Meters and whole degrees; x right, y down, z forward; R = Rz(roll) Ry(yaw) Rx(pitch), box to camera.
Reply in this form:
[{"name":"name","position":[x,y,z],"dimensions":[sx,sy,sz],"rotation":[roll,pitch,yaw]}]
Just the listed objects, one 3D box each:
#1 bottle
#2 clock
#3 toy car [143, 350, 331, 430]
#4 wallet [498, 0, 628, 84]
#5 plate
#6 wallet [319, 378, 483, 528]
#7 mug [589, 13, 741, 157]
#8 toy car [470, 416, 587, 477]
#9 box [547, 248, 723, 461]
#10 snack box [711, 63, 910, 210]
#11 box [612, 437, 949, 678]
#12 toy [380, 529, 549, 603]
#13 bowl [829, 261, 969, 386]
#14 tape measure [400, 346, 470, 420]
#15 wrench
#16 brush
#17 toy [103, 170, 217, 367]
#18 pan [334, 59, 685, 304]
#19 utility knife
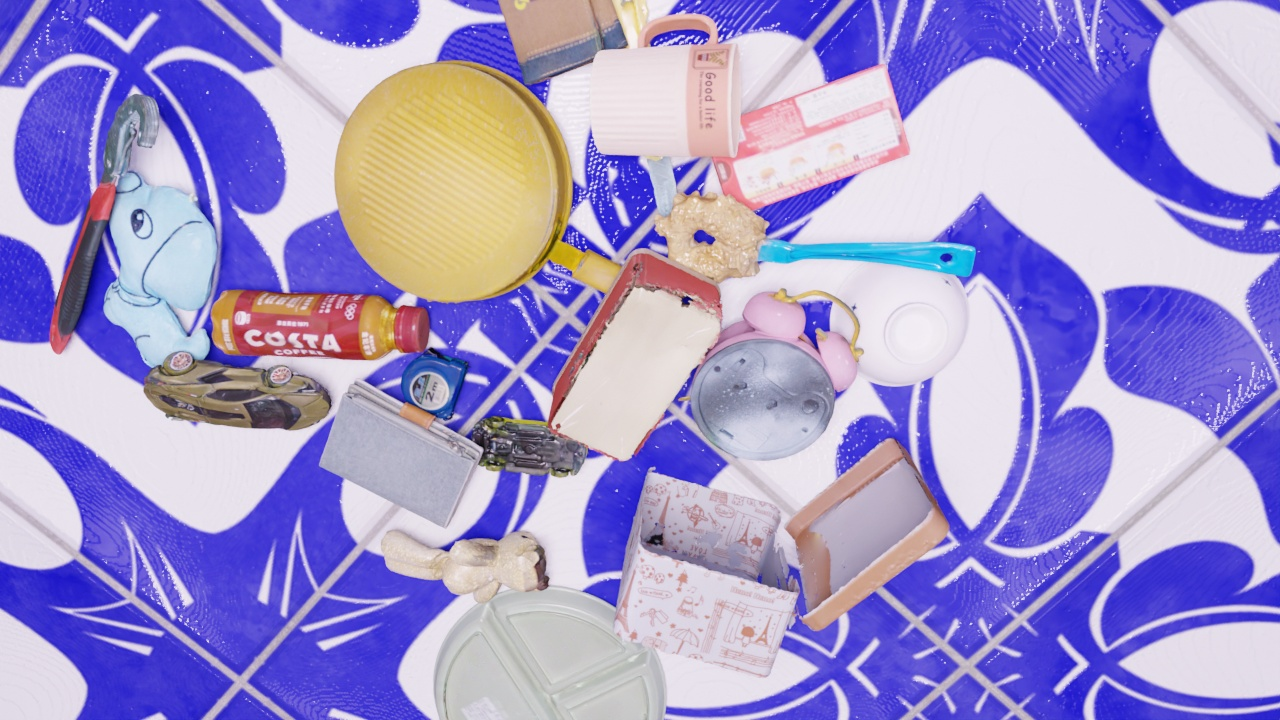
[{"name":"bottle","position":[-0.272,-0.030,0.789],"dimensions":[0.175,0.057,0.057],"rotation":[2,104,2]},{"name":"clock","position":[0.113,0.008,0.761],"dimensions":[0.117,0.059,0.159],"rotation":[35,118,-13]},{"name":"toy car","position":[-0.351,0.032,0.802],"dimensions":[0.158,0.042,0.070],"rotation":[4,144,0]},{"name":"wallet","position":[-0.069,-0.288,0.728],"dimensions":[0.090,0.033,0.115],"rotation":[-16,99,14]},{"name":"plate","position":[-0.089,0.326,0.883],"dimensions":[0.230,0.027,0.230],"rotation":[1,103,3]},{"name":"wallet","position":[-0.212,0.082,0.820],"dimensions":[0.129,0.036,0.107],"rotation":[28,121,-2]},{"name":"mug","position":[0.022,-0.213,0.705],"dimensions":[0.106,0.081,0.114],"rotation":[2,77,11]},{"name":"toy car","position":[-0.098,0.075,0.817],"dimensions":[0.105,0.032,0.048],"rotation":[5,104,8]},{"name":"box","position":[-0.005,0.004,0.746],"dimensions":[0.091,0.076,0.169],"rotation":[24,122,-14]},{"name":"snack box","position":[0.134,-0.178,0.747],"dimensions":[0.153,0.025,0.075],"rotation":[-19,103,8]},{"name":"box","position":[0.109,0.155,0.752],"dimensions":[0.271,0.179,0.134],"rotation":[-13,102,7]},{"name":"toy","position":[-0.161,0.181,0.839],"dimensions":[0.157,0.066,0.105],"rotation":[5,136,6]},{"name":"bowl","position":[0.221,-0.028,0.760],"dimensions":[0.118,0.064,0.118],"rotation":[1,104,3]},{"name":"tape measure","position":[-0.183,0.020,0.813],"dimensions":[0.054,0.025,0.058],"rotation":[21,102,-1]},{"name":"wrench","position":[-0.455,-0.109,0.767],"dimensions":[0.274,0.016,0.056],"rotation":[-50,59,28]},{"name":"brush","position":[0.137,-0.091,0.738],"dimensions":[0.255,0.045,0.083],"rotation":[5,119,5]},{"name":"toy","position":[-0.411,-0.078,0.789],"dimensions":[0.156,0.049,0.161],"rotation":[-35,94,19]},{"name":"pan","position":[-0.086,-0.104,0.768],"dimensions":[0.357,0.078,0.198],"rotation":[33,107,1]},{"name":"utility knife","position":[0.006,-0.214,0.754],"dimensions":[0.031,0.021,0.205],"rotation":[-9,108,14]}]
